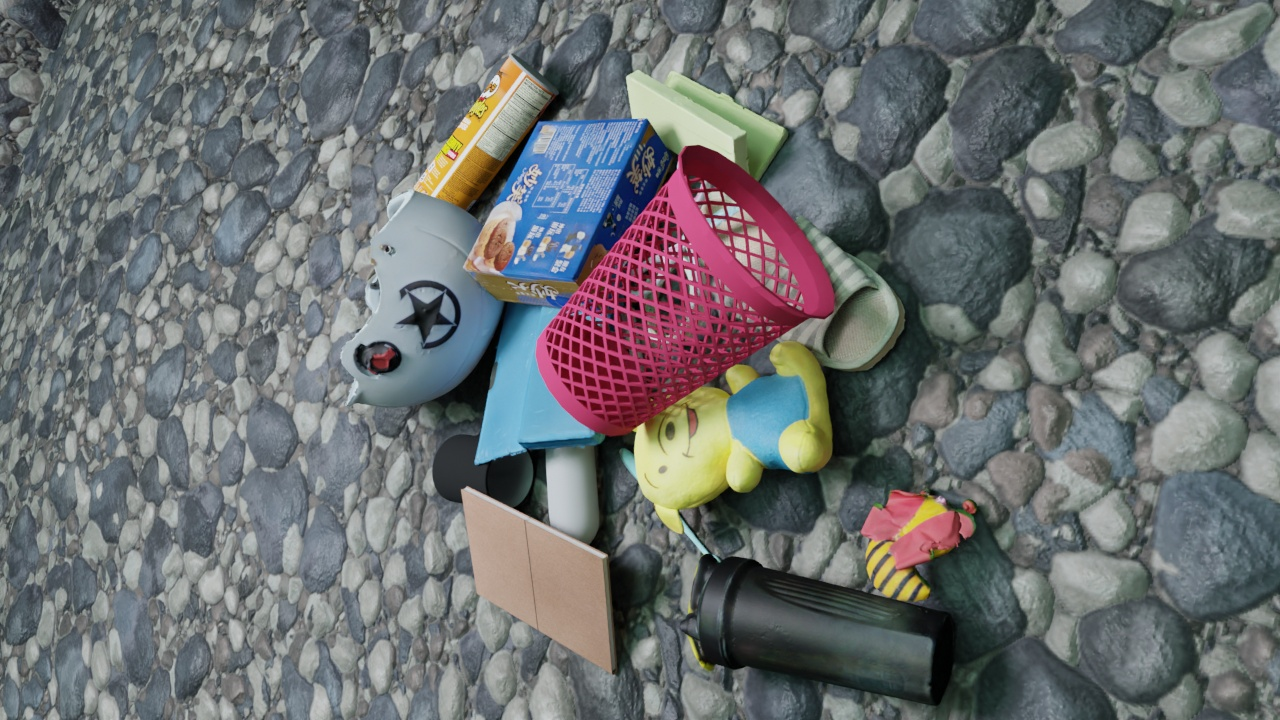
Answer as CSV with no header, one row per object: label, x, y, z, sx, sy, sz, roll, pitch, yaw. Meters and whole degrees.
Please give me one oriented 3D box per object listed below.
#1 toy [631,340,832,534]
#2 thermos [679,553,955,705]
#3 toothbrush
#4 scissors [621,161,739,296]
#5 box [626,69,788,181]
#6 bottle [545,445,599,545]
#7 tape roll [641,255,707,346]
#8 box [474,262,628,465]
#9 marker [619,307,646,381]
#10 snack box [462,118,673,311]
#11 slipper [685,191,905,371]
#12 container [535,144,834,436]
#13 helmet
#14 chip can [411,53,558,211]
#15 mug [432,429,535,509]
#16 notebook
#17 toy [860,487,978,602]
toy,0.082,0.073,0.853,0.215,0.084,0.148,-25,42,32
thermos,0.141,0.226,0.766,0.221,0.098,0.098,5,80,32
toothbrush,0.028,0.149,0.917,0.016,0.016,0.180,-53,53,14
scissors,0.040,-0.131,0.936,0.173,0.013,0.170,-29,55,35
box,0.060,-0.249,0.982,0.188,0.090,0.078,40,133,36
bottle,-0.071,0.143,0.968,0.053,0.052,0.195,-18,67,32
tape roll,0.034,-0.062,0.951,0.094,0.018,0.093,-13,74,54
box,-0.103,-0.008,0.983,0.177,0.047,0.231,-13,55,30
marker,-0.006,0.006,0.980,0.020,0.017,0.133,-34,58,47
snack box,-0.076,-0.159,0.987,0.155,0.069,0.202,9,65,33
slipper,0.133,-0.085,0.884,0.273,0.054,0.114,41,109,39
container,0.024,-0.045,0.816,0.226,0.183,0.183,-41,57,29
helmet,-0.250,-0.056,1.078,0.236,0.163,0.264,-116,44,-69
chip can,-0.198,-0.278,1.164,0.215,0.075,0.075,-49,55,15
mug,-0.170,0.112,1.042,0.088,0.078,0.113,3,52,37
notebook,-0.108,0.225,0.953,0.209,0.008,0.141,17,121,38
toy,0.221,0.143,0.739,0.084,0.046,0.103,21,66,36
